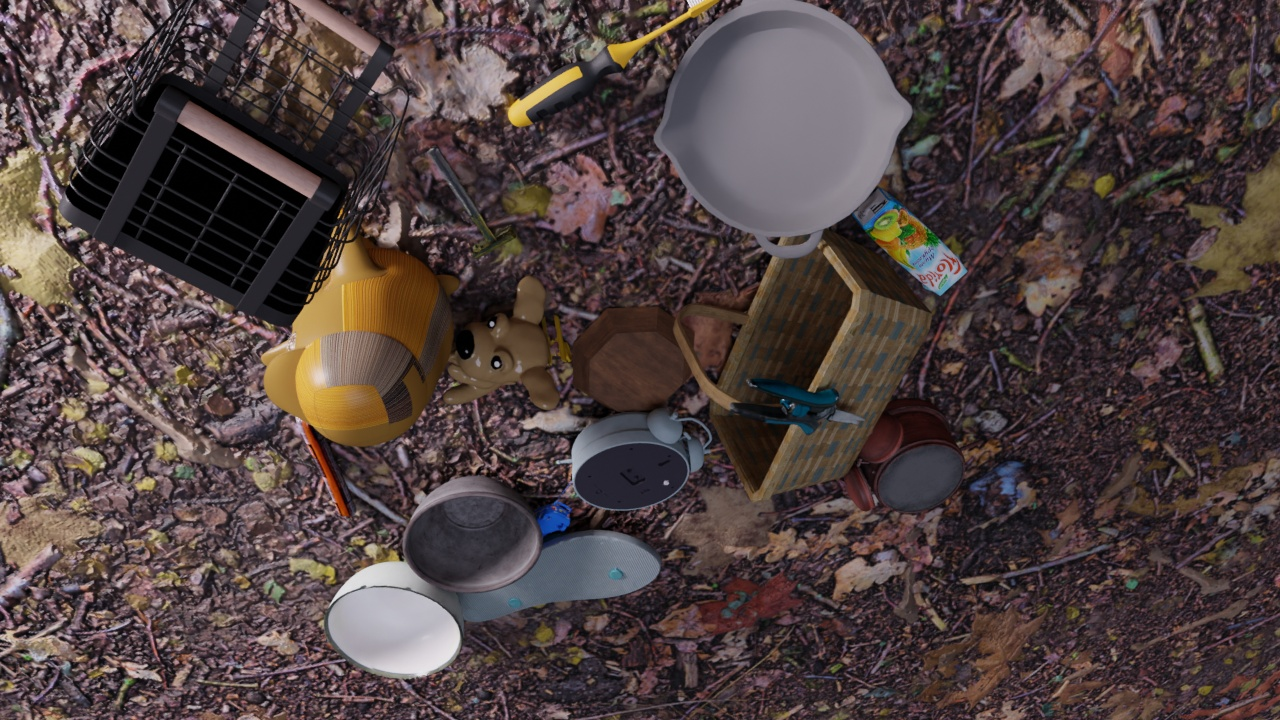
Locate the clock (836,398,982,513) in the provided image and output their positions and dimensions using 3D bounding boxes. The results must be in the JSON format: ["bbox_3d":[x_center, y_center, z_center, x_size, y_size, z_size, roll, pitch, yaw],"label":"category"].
[{"bbox_3d":[0.285,0.110,1.021,0.157,0.072,0.121,4,123,-13],"label":"clock"}]

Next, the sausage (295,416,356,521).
[{"bbox_3d":[-0.324,0.110,0.951,0.020,0.020,0.155,-12,125,-2],"label":"sausage"}]

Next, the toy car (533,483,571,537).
[{"bbox_3d":[-0.098,0.159,1.027,0.033,0.061,0.092,33,143,-25],"label":"toy car"}]

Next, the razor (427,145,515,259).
[{"bbox_3d":[-0.155,-0.142,0.809,0.042,0.026,0.106,-25,120,10],"label":"razor"}]

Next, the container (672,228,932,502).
[{"bbox_3d":[0.129,0.001,0.864,0.186,0.157,0.251,5,126,-23],"label":"container"}]

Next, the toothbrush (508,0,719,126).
[{"bbox_3d":[-0.024,-0.245,0.751,0.197,0.031,0.031,-27,81,14],"label":"toothbrush"}]

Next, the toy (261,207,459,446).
[{"bbox_3d":[-0.237,-0.008,0.774,0.162,0.203,0.199,-12,125,-1],"label":"toy"}]

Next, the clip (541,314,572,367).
[{"bbox_3d":[-0.089,-0.011,0.899,0.039,0.053,0.047,-12,155,-3],"label":"clip"}]

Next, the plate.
[{"bbox_3d":[-0.005,0.005,0.929,0.131,0.025,0.131,-4,124,-7],"label":"plate"}]

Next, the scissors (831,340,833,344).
[{"bbox_3d":[0.149,0.003,0.966,0.139,0.015,0.063,-27,126,16],"label":"scissors"}]

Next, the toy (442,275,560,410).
[{"bbox_3d":[-0.137,-0.001,0.869,0.105,0.134,0.108,9,152,-41],"label":"toy"}]

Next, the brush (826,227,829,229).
[{"bbox_3d":[0.161,-0.179,0.843,0.033,0.012,0.218,-7,123,-5],"label":"brush"}]

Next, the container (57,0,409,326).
[{"bbox_3d":[-0.271,-0.160,0.653,0.162,0.240,0.131,31,122,-26],"label":"container"}]

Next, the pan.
[{"bbox_3d":[0.105,-0.256,0.747,0.217,0.024,0.355,0,115,23],"label":"pan"}]

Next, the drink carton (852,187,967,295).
[{"bbox_3d":[0.261,-0.113,0.887,0.129,0.038,0.044,34,112,-27],"label":"drink carton"}]

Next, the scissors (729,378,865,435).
[{"bbox_3d":[0.140,0.037,0.781,0.129,0.019,0.138,-24,136,-4],"label":"scissors"}]

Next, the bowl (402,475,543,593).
[{"bbox_3d":[-0.180,0.176,0.990,0.145,0.067,0.145,-4,124,-6],"label":"bowl"}]

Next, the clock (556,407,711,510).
[{"bbox_3d":[-0.001,0.102,0.966,0.159,0.045,0.122,-26,136,16],"label":"clock"}]

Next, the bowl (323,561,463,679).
[{"bbox_3d":[-0.271,0.283,1.037,0.153,0.072,0.154,0,124,0],"label":"bowl"}]

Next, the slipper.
[{"bbox_3d":[-0.107,0.237,1.062,0.269,0.054,0.098,-16,123,15],"label":"slipper"}]
